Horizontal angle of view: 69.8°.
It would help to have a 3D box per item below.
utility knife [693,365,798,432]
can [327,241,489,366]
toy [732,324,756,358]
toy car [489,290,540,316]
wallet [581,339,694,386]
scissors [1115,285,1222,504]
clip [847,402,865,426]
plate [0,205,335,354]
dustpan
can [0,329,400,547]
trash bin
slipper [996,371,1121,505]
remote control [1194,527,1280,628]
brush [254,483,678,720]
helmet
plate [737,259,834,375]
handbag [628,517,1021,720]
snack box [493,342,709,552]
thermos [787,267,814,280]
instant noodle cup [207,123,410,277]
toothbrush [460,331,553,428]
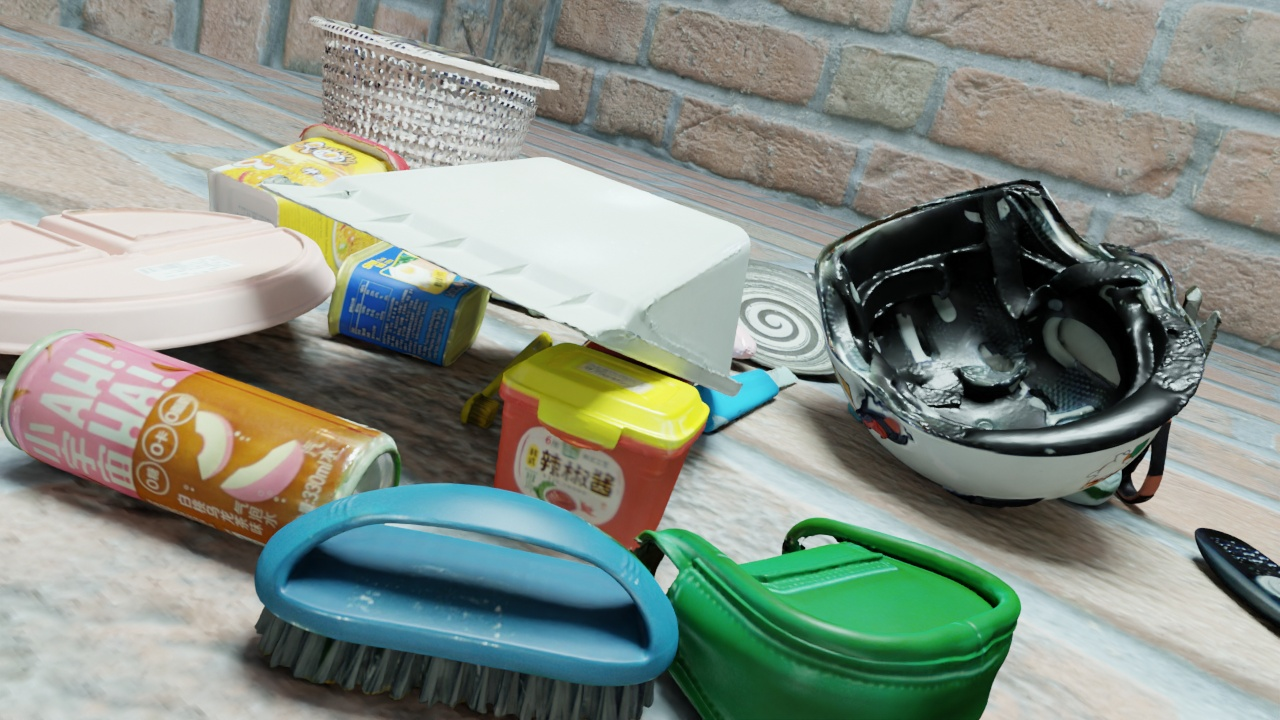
[{"bbox_3d":[0.088,0.023,0.721,0.034,0.018,0.215,56,26,11],"label":"utility knife"},{"bbox_3d":[-0.157,-0.040,0.639,0.083,0.057,0.102,18,17,-1],"label":"can"},{"bbox_3d":[0.024,-0.038,0.799,0.159,0.054,0.121,21,6,17],"label":"toy"},{"bbox_3d":[-0.109,-0.065,0.806,0.090,0.035,0.042,19,18,4],"label":"toy car"},{"bbox_3d":[-0.004,0.004,0.703,0.096,0.020,0.122,14,16,7],"label":"wallet"},{"bbox_3d":[0.378,0.022,0.685,0.015,0.202,0.204,-9,11,2],"label":"scissors"},{"bbox_3d":[0.190,0.047,0.751,0.038,0.013,0.055,13,17,-9],"label":"clip"},{"bbox_3d":[-0.298,-0.055,0.534,0.229,0.028,0.229,5,21,-2],"label":"plate"},{"bbox_3d":[-0.048,-0.027,0.548,0.223,0.143,0.257,25,31,26],"label":"dustpan"},{"bbox_3d":[-0.174,0.035,0.370,0.147,0.058,0.057,18,16,8],"label":"can"},{"bbox_3d":[-0.208,-0.197,0.864,0.227,0.192,0.227,15,17,-5],"label":"trash bin"},{"bbox_3d":[0.319,0.042,0.794,0.104,0.074,0.245,11,33,-19],"label":"slipper"},{"bbox_3d":[0.406,0.150,0.591,0.053,0.024,0.136,16,17,-5],"label":"remote control"},{"bbox_3d":[-0.055,0.078,0.310,0.144,0.074,0.055,14,23,-7],"label":"brush"},{"bbox_3d":[0.250,0.004,0.668,0.230,0.157,0.274,-23,46,-8],"label":"helmet"},{"bbox_3d":[0.130,-0.040,0.898,0.179,0.024,0.179,13,38,-10],"label":"plate"},{"bbox_3d":[0.071,0.102,0.358,0.131,0.068,0.120,0,21,-43],"label":"handbag"},{"bbox_3d":[-0.022,0.043,0.444,0.091,0.080,0.081,20,18,14],"label":"snack box"},{"bbox_3d":[0.082,-0.070,0.970,0.242,0.069,0.089,7,50,-20],"label":"thermos"},{"bbox_3d":[-0.257,-0.113,0.712,0.116,0.116,0.123,23,29,23],"label":"instant noodle cup"},{"bbox_3d":[-0.083,0.009,0.616,0.016,0.016,0.189,21,16,2],"label":"toothbrush"}]
